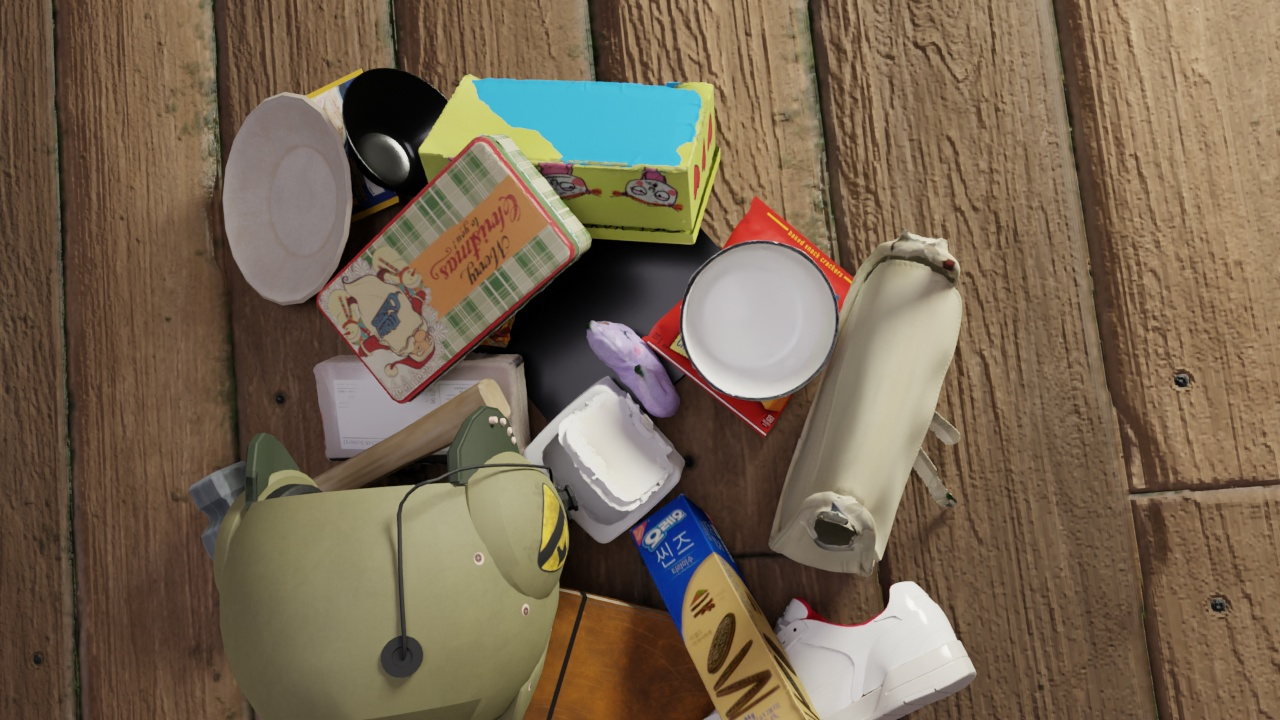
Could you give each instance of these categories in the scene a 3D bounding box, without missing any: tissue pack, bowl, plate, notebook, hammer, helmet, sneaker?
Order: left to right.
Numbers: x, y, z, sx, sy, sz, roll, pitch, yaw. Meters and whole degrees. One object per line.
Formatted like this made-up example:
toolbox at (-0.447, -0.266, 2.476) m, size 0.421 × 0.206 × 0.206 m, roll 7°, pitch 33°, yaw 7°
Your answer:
plate at (-0.316, -0.145, 0.838) m, size 0.189 × 0.027 × 0.189 m, roll 3°, pitch 95°, yaw 34°
hammer at (-0.243, 0.097, 0.768) m, size 0.324 × 0.051 × 0.117 m, roll -27°, pitch 92°, yaw 23°
bowl at (-0.216, -0.189, 0.812) m, size 0.053 × 0.123 × 0.124 m, roll -25°, pitch 79°, yaw 43°
helmet at (-0.163, 0.161, 0.641) m, size 0.250 × 0.255 × 0.232 m, roll -8°, pitch 80°, yaw 14°
tissue pack at (-0.185, 0.035, 0.801) m, size 0.181 × 0.071 × 0.104 m, roll -1°, pitch 101°, yaw 15°
notebook at (-0.035, 0.314, 0.724) m, size 0.178 × 0.014 × 0.249 m, roll 17°, pitch 89°, yaw -14°
notebook at (-0.019, -0.036, 0.787) m, size 0.207 × 0.016 × 0.149 m, roll -41°, pitch 79°, yaw 7°
bowl at (0.085, -0.031, 0.681) m, size 0.116 × 0.065 × 0.116 m, roll 0°, pitch 97°, yaw 1°
sneaker at (0.124, 0.241, 0.704) m, size 0.237 × 0.090 × 0.104 m, roll -31°, pitch 59°, yaw 16°

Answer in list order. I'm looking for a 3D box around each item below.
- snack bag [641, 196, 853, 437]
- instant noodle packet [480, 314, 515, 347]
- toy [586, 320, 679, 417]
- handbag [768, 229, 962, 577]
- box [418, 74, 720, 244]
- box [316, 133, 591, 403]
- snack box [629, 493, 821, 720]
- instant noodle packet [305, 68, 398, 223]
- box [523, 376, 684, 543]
snack bag at (0.096, -0.033, 0.736) m, size 0.131 × 0.039 × 0.144 m, roll 38°, pitch 95°, yaw -7°
instant noodle packet at (-0.161, -0.060, 0.795) m, size 0.135 × 0.040 × 0.098 m, roll 5°, pitch 70°, yaw 19°
toy at (-0.004, 0.004, 0.734) m, size 0.036 × 0.080 × 0.099 m, roll -42°, pitch 85°, yaw 5°
handbag at (0.183, 0.045, 0.653) m, size 0.132 × 0.184 × 0.229 m, roll 15°, pitch 82°, yaw 10°
box at (-0.052, -0.165, 0.747) m, size 0.221 × 0.082 × 0.124 m, roll 6°, pitch 50°, yaw 10°
box at (-0.146, -0.067, 0.702) m, size 0.206 × 0.050 × 0.117 m, roll -36°, pitch 96°, yaw 21°
snack box at (0.062, 0.197, 0.682) m, size 0.056 × 0.057 × 0.206 m, roll -38°, pitch 50°, yaw 8°
instant noodle packet at (-0.278, -0.193, 0.853) m, size 0.087 × 0.026 × 0.134 m, roll -19°, pitch 82°, yaw 16°
box at (-0.029, 0.083, 0.713) m, size 0.103 × 0.130 × 0.110 m, roll -42°, pitch 93°, yaw 8°
